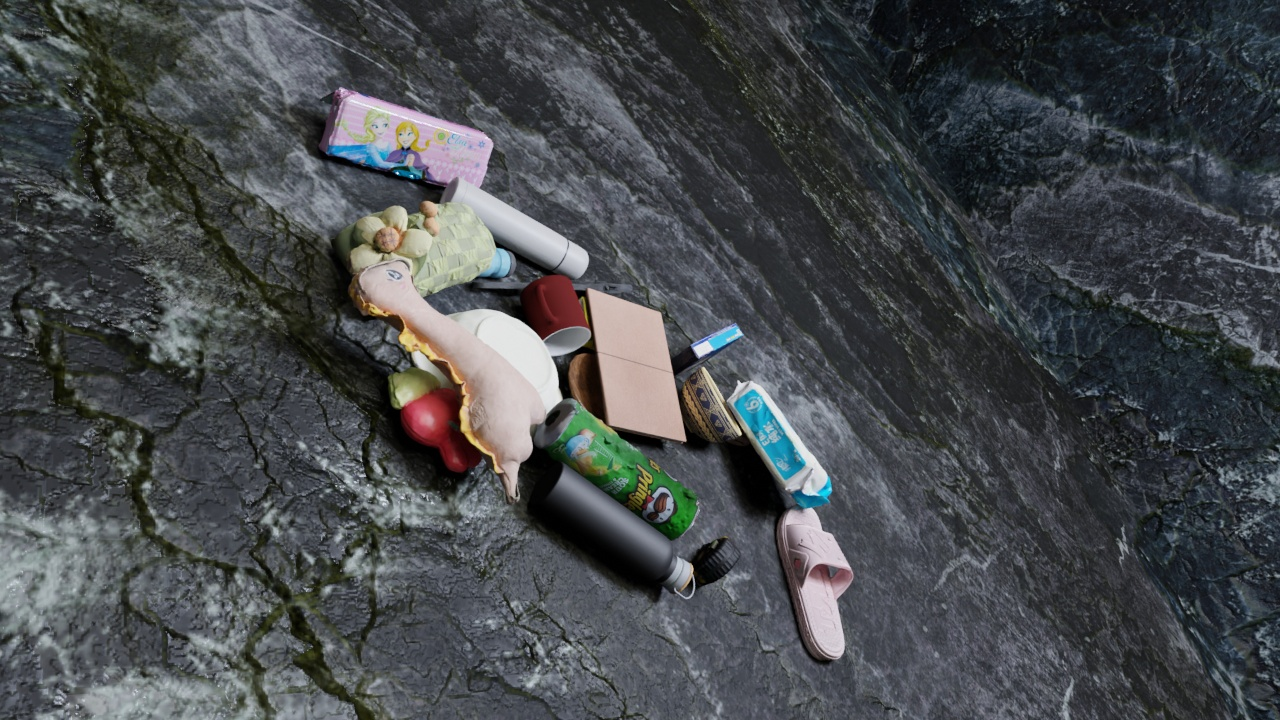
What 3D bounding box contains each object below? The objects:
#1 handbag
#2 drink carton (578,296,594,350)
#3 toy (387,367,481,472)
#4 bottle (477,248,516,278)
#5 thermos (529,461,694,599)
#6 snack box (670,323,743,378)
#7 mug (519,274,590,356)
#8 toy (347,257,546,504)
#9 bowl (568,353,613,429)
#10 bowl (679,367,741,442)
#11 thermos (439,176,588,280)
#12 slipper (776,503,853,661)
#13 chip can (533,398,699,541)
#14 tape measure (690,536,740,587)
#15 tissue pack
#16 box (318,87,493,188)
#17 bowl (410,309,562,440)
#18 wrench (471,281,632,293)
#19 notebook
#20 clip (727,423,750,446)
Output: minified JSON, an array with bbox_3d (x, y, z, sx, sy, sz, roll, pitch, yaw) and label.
[{"bbox_3d":[-0.257,-0.135,1.061,0.186,0.117,0.113,-28,75,-29],"label":"handbag"},{"bbox_3d":[-0.040,-0.039,1.308,0.134,0.043,0.058,18,51,-38],"label":"drink carton"},{"bbox_3d":[-0.222,0.064,0.998,0.135,0.045,0.091,52,30,-1],"label":"toy"},{"bbox_3d":[-0.214,-0.130,1.194,0.129,0.040,0.040,1,58,-49],"label":"bottle"},{"bbox_3d":[-0.021,0.208,1.079,0.231,0.061,0.061,38,36,-18],"label":"thermos"},{"bbox_3d":[0.091,-0.012,1.396,0.027,0.082,0.149,56,34,5],"label":"snack box"},{"bbox_3d":[-0.117,-0.065,1.198,0.106,0.073,0.082,57,10,-66],"label":"mug"},{"bbox_3d":[-0.201,0.013,0.961,0.264,0.065,0.195,42,31,-27],"label":"toy"},{"bbox_3d":[-0.059,0.046,1.219,0.101,0.026,0.114,-7,65,-50],"label":"bowl"},{"bbox_3d":[0.092,0.073,1.325,0.112,0.061,0.112,59,6,-11],"label":"bowl"},{"bbox_3d":[-0.171,-0.179,1.278,0.224,0.052,0.052,27,41,-31],"label":"thermos"},{"bbox_3d":[0.255,0.303,1.306,0.094,0.065,0.238,26,43,-32],"label":"slipper"},{"bbox_3d":[-0.027,0.132,1.110,0.223,0.076,0.075,40,35,-26],"label":"chip can"},{"bbox_3d":[0.094,0.253,1.168,0.038,0.063,0.067,49,35,-1],"label":"tape measure"},{"bbox_3d":[0.204,0.121,1.368,0.209,0.066,0.117,59,9,32],"label":"tissue pack"},{"bbox_3d":[-0.318,-0.297,1.219,0.230,0.085,0.097,6,22,-46],"label":"box"},{"bbox_3d":[-0.166,0.006,1.105,0.219,0.060,0.188,25,41,-32],"label":"bowl"},{"bbox_3d":[-0.117,-0.103,1.275,0.272,0.073,0.018,-3,98,-44],"label":"wrench"},{"bbox_3d":[-0.007,0.007,1.265,0.141,0.008,0.208,16,53,-41],"label":"notebook"},{"bbox_3d":[0.145,0.118,1.389,0.061,0.025,0.043,35,37,-28],"label":"clip"}]
